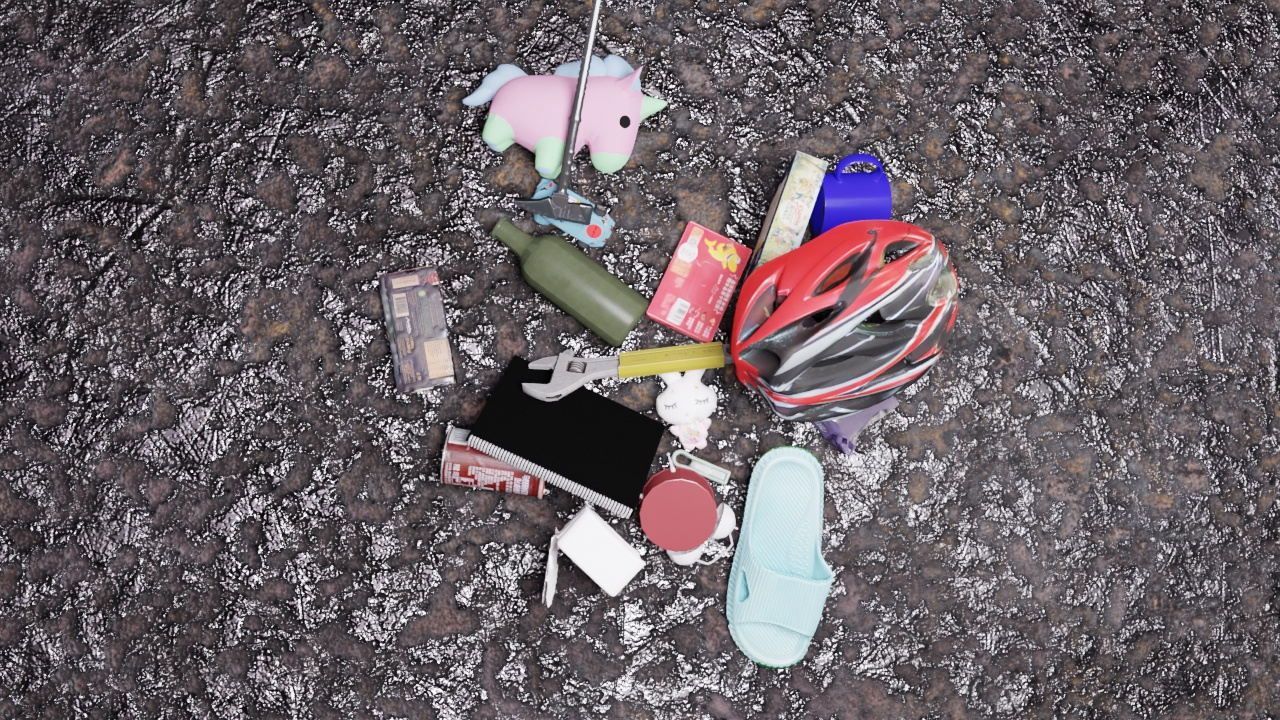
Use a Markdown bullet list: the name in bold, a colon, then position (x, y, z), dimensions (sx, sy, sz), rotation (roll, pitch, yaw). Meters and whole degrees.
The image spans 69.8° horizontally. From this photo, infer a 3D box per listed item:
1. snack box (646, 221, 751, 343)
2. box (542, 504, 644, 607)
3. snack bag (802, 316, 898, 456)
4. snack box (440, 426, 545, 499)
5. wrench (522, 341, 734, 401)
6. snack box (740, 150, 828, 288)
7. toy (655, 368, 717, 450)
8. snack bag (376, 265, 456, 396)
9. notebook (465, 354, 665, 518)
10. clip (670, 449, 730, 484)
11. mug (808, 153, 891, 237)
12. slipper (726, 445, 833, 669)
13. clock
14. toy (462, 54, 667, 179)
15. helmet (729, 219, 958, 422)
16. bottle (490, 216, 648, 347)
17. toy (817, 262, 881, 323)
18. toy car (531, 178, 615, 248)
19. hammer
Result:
- **snack box**: position (0.074, -0.098, 1.158), dimensions (0.089, 0.021, 0.133), rotation (25, 83, -2)
- **box**: position (-0.075, 0.246, 1.072), dimensions (0.103, 0.110, 0.130), rotation (42, 82, 1)
- **snack bag**: position (0.218, 0.014, 1.140), dimensions (0.205, 0.058, 0.096), rotation (44, 82, 2)
- **snack box**: position (-0.171, 0.122, 1.094), dimensions (0.121, 0.072, 0.072), rotation (8, 84, -3)
- **wrench**: position (-0.007, 0.007, 1.112), dimensions (0.273, 0.018, 0.083), rotation (-6, 41, -3)
- **snack box**: position (0.172, -0.160, 1.110), dimensions (0.042, 0.144, 0.145), rotation (21, 83, 1)
- **toy**: position (0.056, 0.049, 1.134), dimensions (0.076, 0.037, 0.125), rotation (-7, 78, 3)
- **snack bag**: position (-0.274, -0.038, 1.127), dimensions (0.074, 0.018, 0.155), rotation (-10, 86, -5)
- **notebook**: position (-0.084, 0.087, 1.087), dimensions (0.206, 0.016, 0.148), rotation (25, 44, -2)
- **clip**: position (0.073, 0.132, 1.133), dimensions (0.076, 0.047, 0.023), rotation (23, 81, 2)
- **mug**: position (0.262, -0.207, 1.141), dimensions (0.083, 0.111, 0.079), rotation (-3, 46, -5)
- **slipper**: position (0.168, 0.240, 1.096), dimensions (0.116, 0.069, 0.276), rotation (6, 94, 0)
- **clock**: position (0.053, 0.187, 1.106), dimensions (0.096, 0.048, 0.137), rotation (-41, 99, 9)
- **toy**: position (-0.096, -0.312, 1.126), dimensions (0.222, 0.120, 0.171), rotation (28, 93, -2)
- **helmet**: position (0.232, -0.039, 1.008), dimensions (0.272, 0.218, 0.167), rotation (-25, 48, -5)
- **bottle**: position (-0.091, -0.103, 1.121), dimensions (0.207, 0.071, 0.071), rotation (36, 83, 0)
- **toy**: position (0.254, -0.092, 1.139), dimensions (0.098, 0.099, 0.119), rotation (-39, 58, 34)
- **toy car**: position (-0.087, -0.178, 1.136), dimensions (0.108, 0.027, 0.060), rotation (30, 119, -2)
- **hammer**: position (-0.074, -0.321, 1.054), dimensions (0.095, 0.015, 0.325), rotation (10, 110, -10)
